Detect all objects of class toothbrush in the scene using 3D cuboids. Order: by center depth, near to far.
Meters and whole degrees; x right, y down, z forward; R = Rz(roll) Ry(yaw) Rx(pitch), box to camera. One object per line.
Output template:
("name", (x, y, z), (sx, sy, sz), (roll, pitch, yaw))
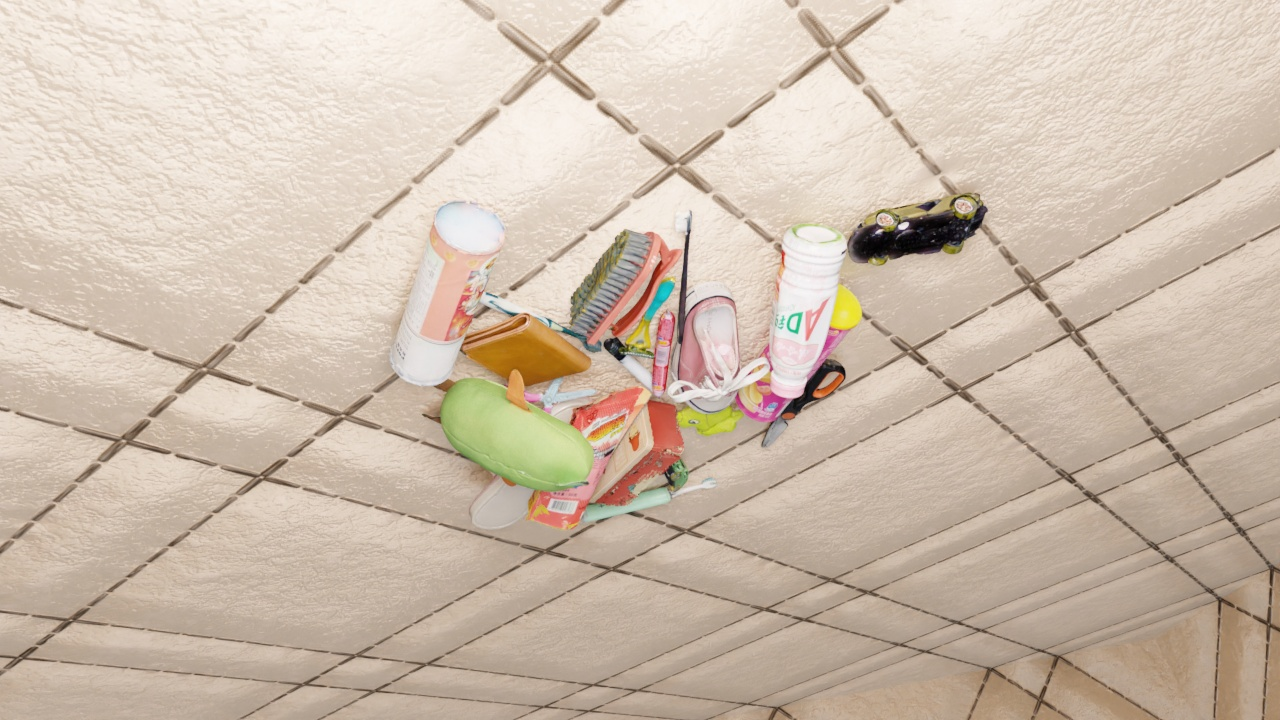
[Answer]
("toothbrush", (0.044, -0.086, 0.994), (0.018, 0.015, 0.181), (-4, 134, -4))
("toothbrush", (-0.111, -0.041, 1.034), (0.016, 0.018, 0.191), (-36, 141, 29))
("toothbrush", (0.012, 0.219, 1.452), (0.224, 0.027, 0.026), (-14, 118, 1))

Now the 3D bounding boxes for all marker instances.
("marker", (-0.007, 0.007, 1.141), (0.023, 0.018, 0.130), (-29, 143, 15))

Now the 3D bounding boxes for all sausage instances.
("sausage", (0.026, -0.006, 1.118), (0.020, 0.020, 0.156), (-6, 138, -11))

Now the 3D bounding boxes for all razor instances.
("razor", (0.014, -0.052, 1.051), (0.043, 0.028, 0.133), (10, 137, -14))

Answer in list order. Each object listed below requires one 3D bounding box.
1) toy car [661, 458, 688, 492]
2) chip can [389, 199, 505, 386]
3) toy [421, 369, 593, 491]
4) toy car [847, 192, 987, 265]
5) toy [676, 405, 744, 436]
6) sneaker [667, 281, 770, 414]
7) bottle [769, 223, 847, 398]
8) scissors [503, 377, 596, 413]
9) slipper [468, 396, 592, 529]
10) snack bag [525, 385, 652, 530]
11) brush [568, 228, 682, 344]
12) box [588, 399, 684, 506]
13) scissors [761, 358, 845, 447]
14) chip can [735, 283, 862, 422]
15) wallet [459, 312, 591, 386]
("toy car", (0.051, 0.164, 1.368), (0.036, 0.043, 0.091), (-27, 156, -8))
("chip can", (-0.198, -0.063, 0.925), (0.071, 0.071, 0.215), (4, 142, -25))
("toy", (-0.160, 0.084, 1.084), (0.247, 0.089, 0.227), (26, 145, 11))
("toy car", (0.300, -0.144, 1.001), (0.158, 0.042, 0.070), (-11, 146, -5))
("toy", (0.096, 0.078, 1.269), (0.097, 0.031, 0.100), (-15, 151, 3))
("sneaker", (0.088, 0.009, 1.113), (0.118, 0.087, 0.241), (-11, 145, -4))
("bottle", (0.178, -0.050, 1.015), (0.068, 0.068, 0.197), (-4, 121, -14))
("scissors", (-0.123, 0.047, 1.134), (0.125, 0.017, 0.133), (27, 111, -2))
("slipper", (-0.149, 0.133, 1.242), (0.114, 0.054, 0.275), (11, 130, -38))
("snack bag", (-0.073, 0.122, 1.176), (0.128, 0.073, 0.208), (-9, 135, -48))
("brush", (-0.016, -0.080, 0.970), (0.069, 0.063, 0.146), (20, 134, -23))
("box", (-0.007, 0.130, 1.257), (0.079, 0.091, 0.169), (13, 139, -30))
("scissors", (0.199, 0.062, 1.296), (0.136, 0.021, 0.236), (19, 140, -28))
("chip can", (0.190, -0.007, 1.141), (0.071, 0.071, 0.211), (3, 144, -23))
("wallet", (-0.139, -0.005, 1.051), (0.119, 0.035, 0.130), (-13, 153, 24))
